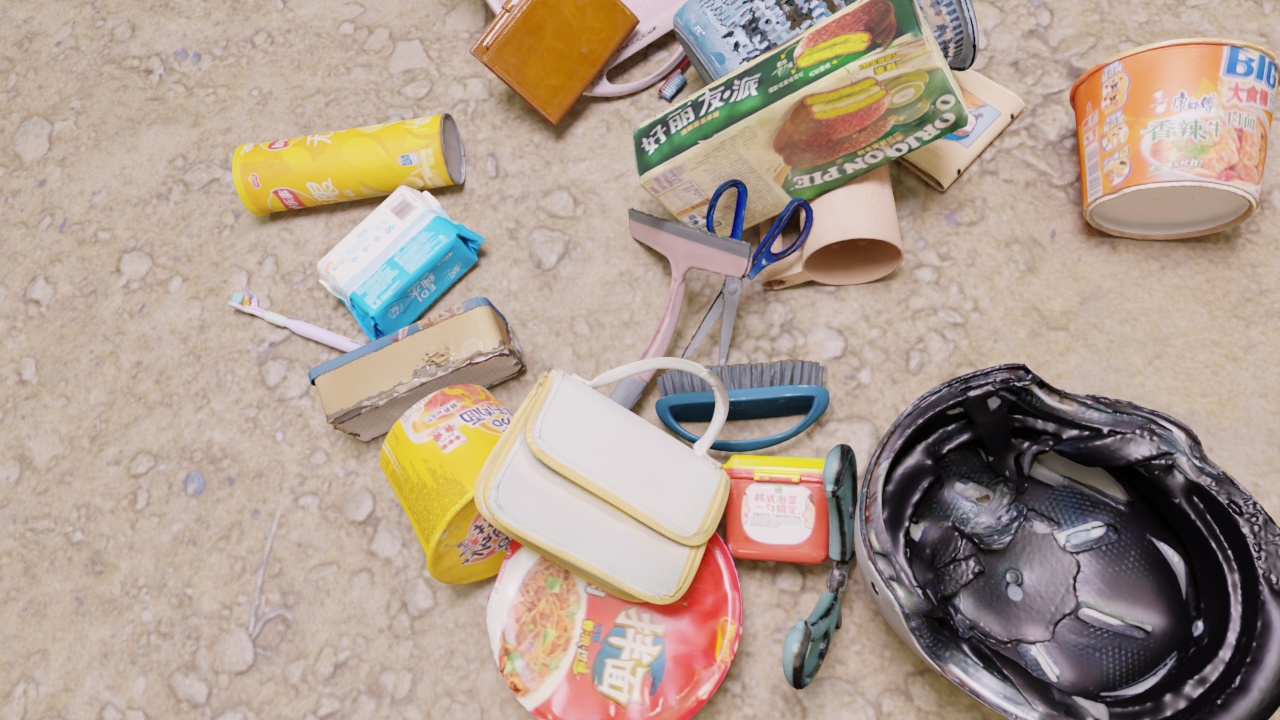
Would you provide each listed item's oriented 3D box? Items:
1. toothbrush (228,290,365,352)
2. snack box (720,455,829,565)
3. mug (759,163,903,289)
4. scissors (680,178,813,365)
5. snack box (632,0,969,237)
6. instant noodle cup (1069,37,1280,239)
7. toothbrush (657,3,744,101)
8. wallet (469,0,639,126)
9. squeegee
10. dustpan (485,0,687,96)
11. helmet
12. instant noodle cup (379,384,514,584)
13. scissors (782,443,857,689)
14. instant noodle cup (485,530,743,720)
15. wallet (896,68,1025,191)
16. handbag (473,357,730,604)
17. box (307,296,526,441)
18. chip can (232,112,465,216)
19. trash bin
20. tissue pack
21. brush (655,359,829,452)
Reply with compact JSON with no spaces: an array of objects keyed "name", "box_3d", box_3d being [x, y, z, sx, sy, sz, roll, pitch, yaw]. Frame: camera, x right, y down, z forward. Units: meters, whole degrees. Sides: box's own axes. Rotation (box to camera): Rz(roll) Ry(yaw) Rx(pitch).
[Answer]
[{"name":"toothbrush","box_3d":[-0.310,-0.030,0.867,0.189,0.021,0.029,20,33,19]},{"name":"snack box","box_3d":[0.108,0.116,0.713,0.091,0.082,0.080,2,79,14]},{"name":"mug","box_3d":[0.161,-0.125,0.800,0.125,0.084,0.103,-14,64,31]},{"name":"scissors","box_3d":[0.076,-0.073,0.757,0.165,0.157,0.012,-38,33,3]},{"name":"snack box","box_3d":[0.121,-0.184,0.725,0.241,0.114,0.063,-23,56,27]},{"name":"instant noodle cup","box_3d":[0.423,-0.169,0.734,0.151,0.151,0.111,6,79,12]},{"name":"toothbrush","box_3d":[0.080,-0.330,0.919,0.017,0.016,0.187,37,80,12]},{"name":"wallet","box_3d":[-0.084,-0.309,0.861,0.119,0.035,0.130,39,92,-17]},{"name":"squeegee","box_3d":[-0.005,0.005,0.770,0.040,0.248,0.250,23,96,-26]},{"name":"dustpan","box_3d":[-0.056,-0.402,0.871,0.222,0.273,0.138,-35,43,-1]},{"name":"helmet","box_3d":[0.273,0.140,0.633,0.274,0.157,0.229,26,74,7]},{"name":"instant noodle cup","box_3d":[-0.135,0.094,0.739,0.138,0.138,0.110,-40,60,-7]},{"name":"scissors","box_3d":[0.133,0.137,0.644,0.019,0.169,0.180,7,103,26]},{"name":"instant noodle cup","box_3d":[-0.017,0.194,0.712,0.194,0.066,0.193,-3,70,8]},{"name":"wallet","box_3d":[0.280,-0.218,0.839,0.087,0.024,0.115,43,82,16]},{"name":"handbag","box_3d":[-0.010,0.067,0.655,0.163,0.063,0.178,32,74,-11]},{"name":"box","box_3d":[-0.197,0.012,0.799,0.184,0.090,0.059,-21,74,0]},{"name":"chip can","box_3d":[-0.284,-0.191,0.901,0.213,0.072,0.072,-7,68,6]},{"name":"trash bin","box_3d":[0.146,-0.294,0.804,0.195,0.226,0.226,-34,67,10]},{"name":"tissue pack","box_3d":[-0.223,-0.090,0.855,0.090,0.063,0.140,40,79,22]},{"name":"brush","box_3d":[0.083,0.039,0.757,0.144,0.055,0.073,-4,67,8]}]
